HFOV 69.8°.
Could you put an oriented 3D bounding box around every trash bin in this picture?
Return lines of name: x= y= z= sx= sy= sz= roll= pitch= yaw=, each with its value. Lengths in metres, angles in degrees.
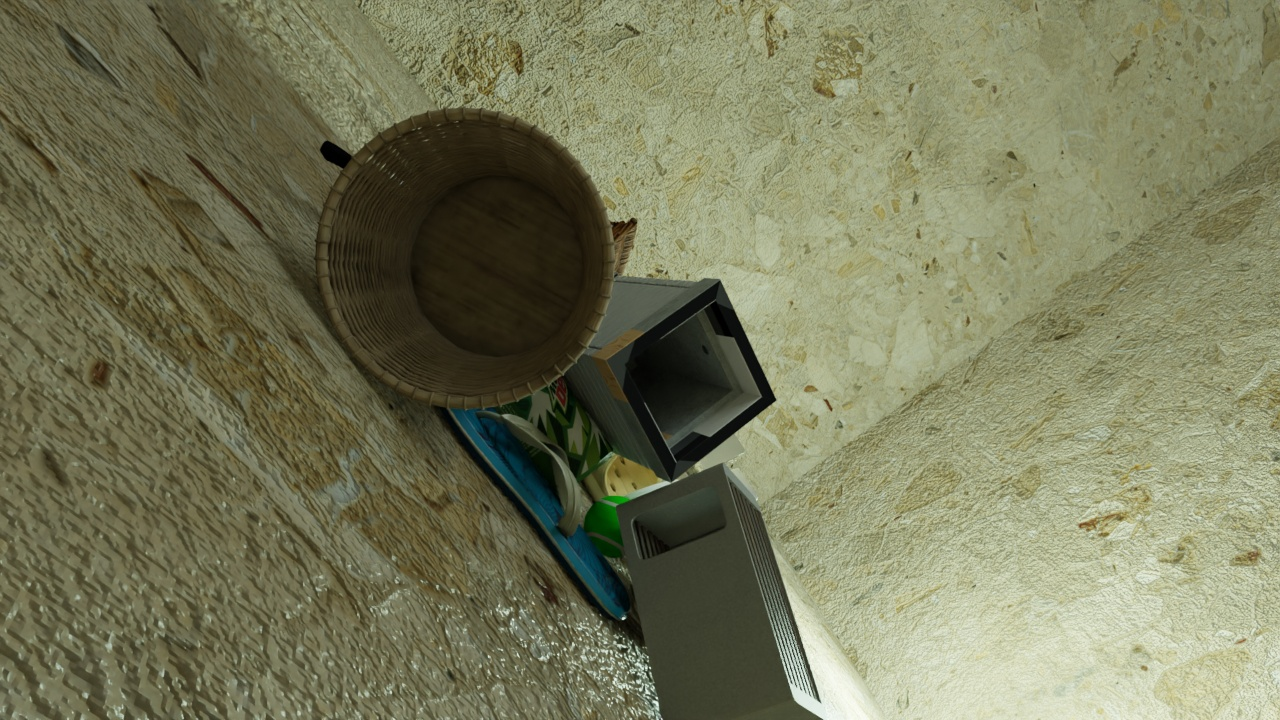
trash bin: x=-0.006 y=0.006 z=0.985 sx=0.247 sy=0.142 sz=0.142 roll=14 pitch=-45 yaw=61
trash bin: x=0.072 y=0.233 z=0.863 sx=0.114 sy=0.115 sz=0.228 roll=49 pitch=22 yaw=-52

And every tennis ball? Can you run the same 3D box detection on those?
tennis ball: x=-0.027 y=0.175 z=0.968 sx=0.065 sy=0.065 sz=0.065 roll=53 pitch=4 yaw=-6

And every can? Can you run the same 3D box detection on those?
can: x=-0.100 y=0.062 z=0.953 sx=0.144 sy=0.083 sz=0.083 roll=54 pitch=4 yaw=2

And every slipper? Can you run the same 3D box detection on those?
slipper: x=-0.012 y=0.138 z=1.146 sx=0.111 sy=0.079 sz=0.261 roll=6 pitch=45 yaw=-44
slipper: x=-0.088 y=0.113 z=0.859 sx=0.295 sy=0.060 sz=0.118 roll=53 pitch=1 yaw=-5

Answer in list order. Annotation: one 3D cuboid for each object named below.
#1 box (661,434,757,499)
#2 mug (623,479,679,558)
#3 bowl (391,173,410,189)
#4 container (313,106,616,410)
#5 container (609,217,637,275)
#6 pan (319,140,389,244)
box: x=0.089 y=0.196 z=1.437 sx=0.145 sy=0.185 sz=0.066 roll=59 pitch=-21 yaw=21
mug: x=0.020 y=0.178 z=1.028 sx=0.116 sy=0.094 sz=0.068 roll=-44 pitch=-118 yaw=58
bowl: x=-0.306 y=-0.209 z=1.210 sx=0.110 sy=0.040 sz=0.110 roll=53 pitch=4 yaw=-6
container: x=-0.133 y=-0.083 z=0.784 sx=0.227 sy=0.227 sz=0.196 roll=53 pitch=3 yaw=-3
container: x=-0.139 y=-0.130 z=1.182 sx=0.183 sy=0.162 sz=0.250 roll=46 pitch=-24 yaw=10
pan: x=-0.247 y=-0.124 z=0.967 sx=0.209 sy=0.067 sz=0.356 roll=55 pitch=4 yaw=22
